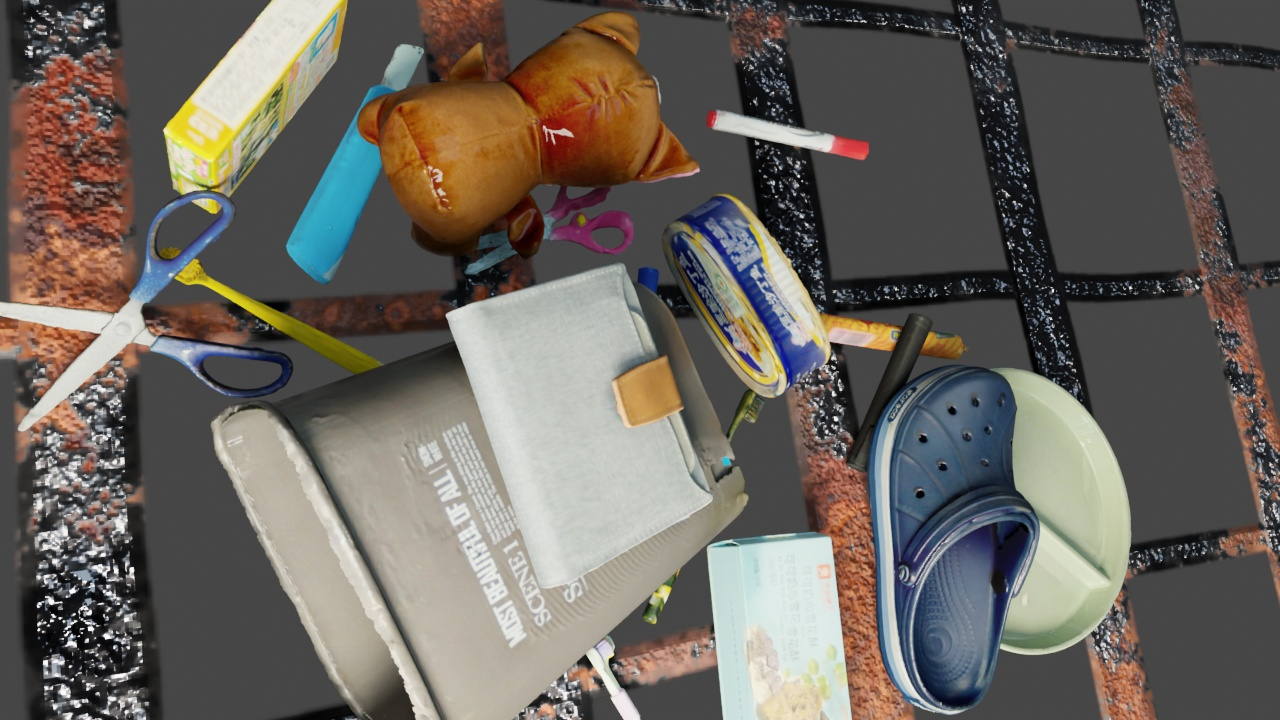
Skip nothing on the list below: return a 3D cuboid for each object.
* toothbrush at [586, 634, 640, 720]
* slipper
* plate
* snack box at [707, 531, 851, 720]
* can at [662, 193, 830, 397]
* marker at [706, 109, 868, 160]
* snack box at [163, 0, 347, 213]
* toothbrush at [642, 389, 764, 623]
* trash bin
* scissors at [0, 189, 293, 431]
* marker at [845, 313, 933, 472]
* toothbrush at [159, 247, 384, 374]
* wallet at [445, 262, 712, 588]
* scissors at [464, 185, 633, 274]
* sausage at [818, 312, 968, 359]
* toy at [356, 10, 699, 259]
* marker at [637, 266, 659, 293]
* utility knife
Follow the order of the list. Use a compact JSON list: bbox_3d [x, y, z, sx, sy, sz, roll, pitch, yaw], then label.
[{"bbox_3d":[0.016,0.264,0.601,0.020,0.029,0.189,-29,92,16],"label":"toothbrush"},{"bbox_3d":[0.225,0.121,0.652,0.105,0.095,0.252,13,78,-21],"label":"slipper"},{"bbox_3d":[0.306,0.120,0.749,0.230,0.028,0.230,5,77,-22],"label":"plate"},{"bbox_3d":[0.096,0.208,0.628,0.074,0.052,0.174,-1,79,-22],"label":"snack box"},{"bbox_3d":[0.075,-0.046,0.663,0.049,0.075,0.148,-33,93,-23],"label":"can"},{"bbox_3d":[0.121,-0.182,0.743,0.145,0.017,0.017,6,76,-22],"label":"marker"},{"bbox_3d":[-0.229,-0.162,0.552,0.033,0.087,0.140,31,69,-15],"label":"snack box"},{"bbox_3d":[0.047,0.101,0.653,0.017,0.012,0.185,37,67,-23],"label":"toothbrush"},{"bbox_3d":[-0.081,0.072,0.507,0.219,0.199,0.199,-28,99,-31],"label":"trash bin"},{"bbox_3d":[-0.280,-0.022,0.524,0.162,0.012,0.176,35,85,-27],"label":"scissors"},{"bbox_3d":[0.192,0.024,0.711,0.020,0.022,0.132,24,81,15],"label":"marker"},{"bbox_3d":[-0.207,-0.017,0.569,0.190,0.017,0.015,31,70,-14],"label":"toothbrush"},{"bbox_3d":[-0.022,0.025,0.428,0.106,0.037,0.129,-21,93,-38],"label":"wallet"},{"bbox_3d":[-0.073,-0.101,0.646,0.137,0.017,0.076,-14,85,-21],"label":"scissors"},{"bbox_3d":[0.196,-0.019,0.736,0.165,0.021,0.021,7,76,-22],"label":"sausage"},{"bbox_3d":[-0.070,-0.145,0.600,0.199,0.130,0.140,-25,100,-9],"label":"toy"},{"bbox_3d":[-0.004,0.004,0.650,0.017,0.017,0.145,14,74,-20],"label":"marker"},{"bbox_3d":[-0.183,-0.138,0.605,0.034,0.018,0.185,31,67,-30],"label":"utility knife"}]
